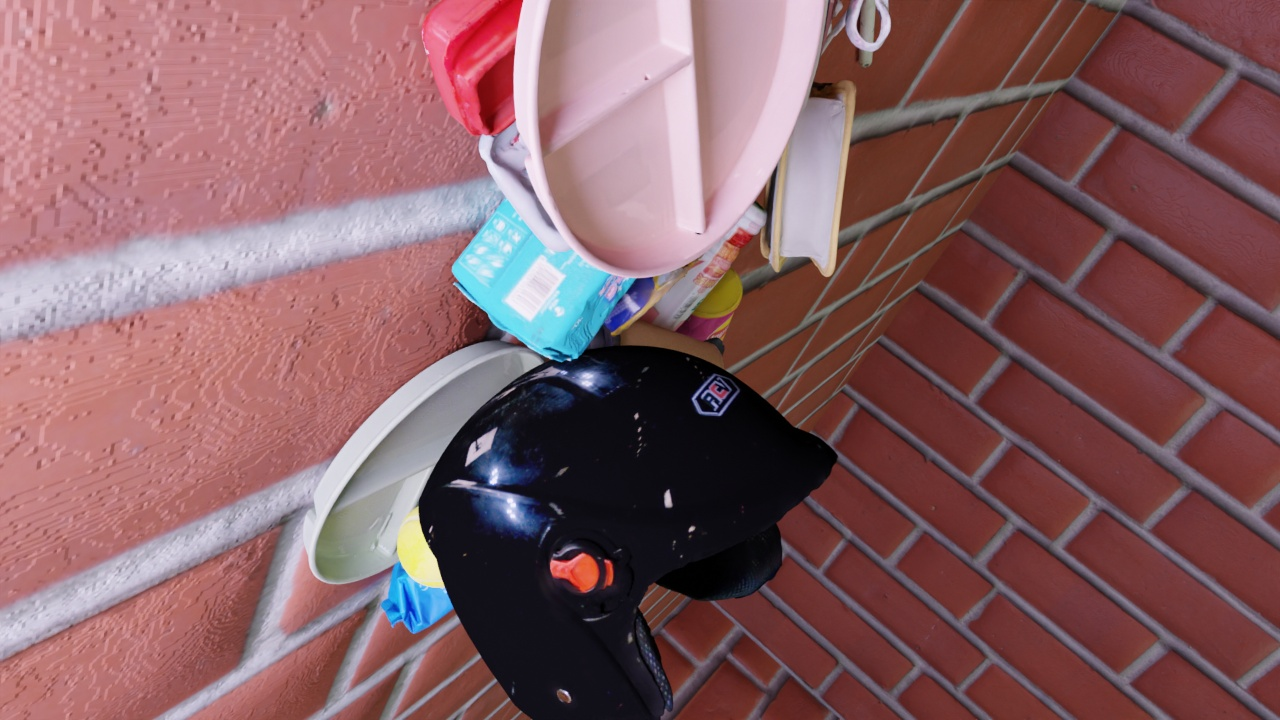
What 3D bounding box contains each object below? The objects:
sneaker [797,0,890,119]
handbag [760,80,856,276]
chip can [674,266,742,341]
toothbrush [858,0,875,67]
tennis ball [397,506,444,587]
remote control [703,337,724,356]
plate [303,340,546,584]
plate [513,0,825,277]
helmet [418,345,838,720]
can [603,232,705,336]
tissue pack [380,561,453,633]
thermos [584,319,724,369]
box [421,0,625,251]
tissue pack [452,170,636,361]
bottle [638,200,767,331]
[{"bbox_3d":[0.108,-0.243,0.573,0.087,0.118,0.241,-23,150,-16],"label":"sneaker"},{"bbox_3d":[0.145,-0.169,0.830,0.178,0.063,0.163,-72,167,-74],"label":"handbag"},{"bbox_3d":[0.050,-0.017,0.963,0.071,0.071,0.211,-41,162,-28],"label":"chip can"},{"bbox_3d":[0.204,-0.310,0.823,0.189,0.029,0.020,36,53,-75],"label":"toothbrush"},{"bbox_3d":[-0.149,0.136,0.686,0.065,0.065,0.065,-45,163,-18],"label":"tennis ball"},{"bbox_3d":[0.022,0.025,0.848,0.136,0.024,0.053,-31,151,2],"label":"remote control"},{"bbox_3d":[-0.159,0.074,0.692,0.229,0.027,0.230,-45,164,-18],"label":"plate"},{"bbox_3d":[0.021,-0.153,0.460,0.228,0.028,0.230,-33,137,-37],"label":"plate"},{"bbox_3d":[-0.013,0.100,0.604,0.275,0.230,0.232,-43,175,30],"label":"helmet"},{"bbox_3d":[0.003,-0.072,0.692,0.075,0.049,0.147,-38,-174,32],"label":"can"},{"bbox_3d":[-0.158,0.168,0.793,0.157,0.052,0.095,-37,-171,-15],"label":"tissue pack"},{"bbox_3d":[-0.004,0.004,0.753,0.143,0.093,0.093,10,124,-33],"label":"thermos"},{"bbox_3d":[-0.011,-0.172,0.481,0.200,0.063,0.160,-46,143,-16],"label":"box"},{"bbox_3d":[-0.043,-0.071,0.558,0.133,0.093,0.050,-52,157,3],"label":"tissue pack"},{"bbox_3d":[0.026,-0.069,0.802,0.197,0.068,0.068,-51,164,17],"label":"bottle"}]
